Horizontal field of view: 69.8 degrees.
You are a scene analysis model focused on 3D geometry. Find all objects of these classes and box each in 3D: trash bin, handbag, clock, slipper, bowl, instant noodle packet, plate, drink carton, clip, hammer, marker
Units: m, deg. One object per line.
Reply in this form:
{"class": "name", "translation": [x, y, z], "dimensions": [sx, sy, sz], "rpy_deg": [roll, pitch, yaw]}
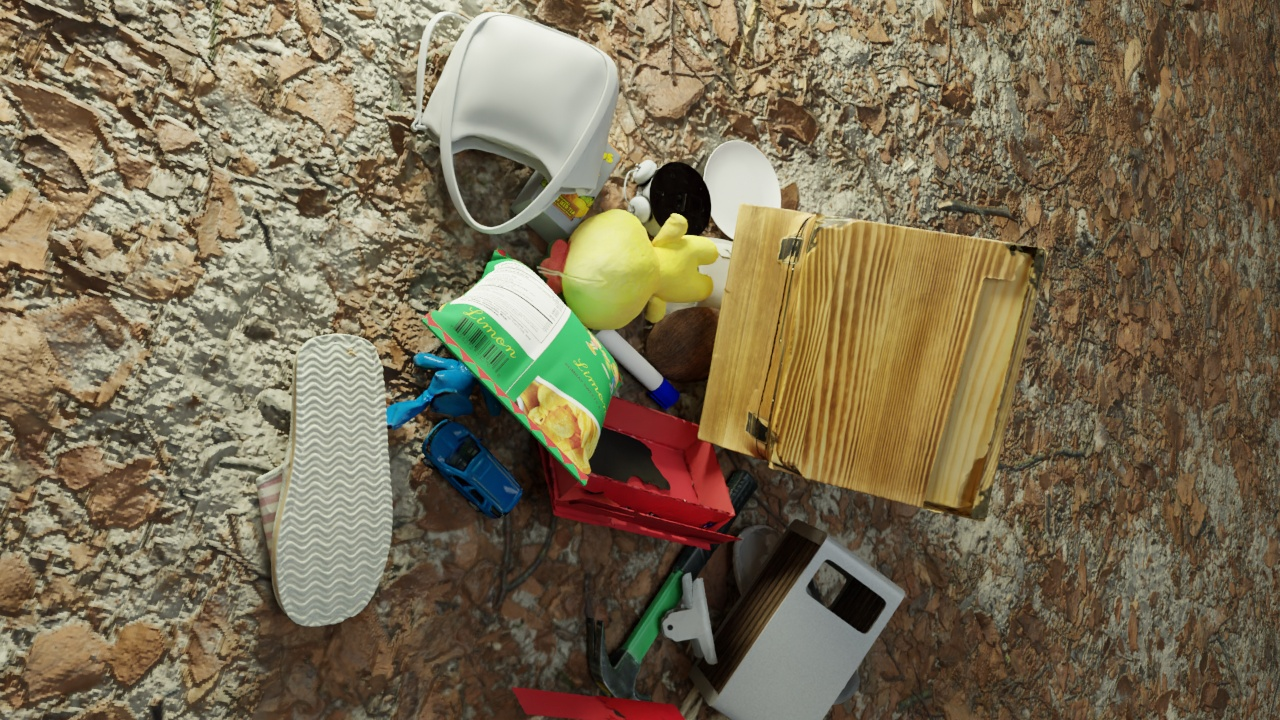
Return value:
{"class": "trash bin", "translation": [0.178, 0.318, 1.067], "dimensions": [0.114, 0.114, 0.228], "rpy_deg": [37, 84, -8]}
{"class": "handbag", "translation": [-0.141, -0.238, 0.954], "dimensions": [0.216, 0.096, 0.222], "rpy_deg": [20, 80, -6]}
{"class": "clock", "translation": [0.030, -0.193, 1.108], "dimensions": [0.122, 0.035, 0.094], "rpy_deg": [15, 78, -33]}
{"class": "slipper", "translation": [-0.289, 0.107, 0.842], "dimensions": [0.115, 0.052, 0.263], "rpy_deg": [4, 88, -34]}
{"class": "slipper", "translation": [0.134, -0.084, 1.134], "dimensions": [0.265, 0.081, 0.113], "rpy_deg": [4, 105, -38]}
{"class": "bowl", "translation": [0.065, -0.012, 1.083], "dimensions": [0.114, 0.026, 0.102], "rpy_deg": [-6, 120, -9]}
{"class": "instant noodle packet", "translation": [-0.099, -0.007, 0.879], "dimensions": [0.195, 0.090, 0.252], "rpy_deg": [47, 19, -11]}
{"class": "plate", "translation": [0.131, -0.218, 1.197], "dimensions": [0.134, 0.011, 0.134], "rpy_deg": [3, 84, -36]}
{"class": "drink carton", "translation": [-0.081, -0.199, 1.018], "dimensions": [0.076, 0.049, 0.124], "rpy_deg": [41, 64, -26]}
{"class": "clip", "translation": [0.057, 0.299, 1.052], "dimensions": [0.052, 0.058, 0.102], "rpy_deg": [-12, 92, -61]}
{"class": "hammer", "translation": [0.048, 0.257, 1.088], "dimensions": [0.130, 0.032, 0.317], "rpy_deg": [51, 60, -21]}
{"class": "marker", "translation": [-0.006, 0.006, 1.072], "dimensions": [0.027, 0.023, 0.133], "rpy_deg": [-49, 115, -5]}
{"class": "slipper", "translation": [0.193, 0.315, 1.160], "dimensions": [0.112, 0.075, 0.247], "rpy_deg": [-34, 97, -24]}

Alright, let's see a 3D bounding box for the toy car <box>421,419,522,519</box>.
{"class": "toy car", "translation": [-0.168, 0.110, 0.934], "dimensions": [0.120, 0.044, 0.056], "rpy_deg": [49, 61, -22]}

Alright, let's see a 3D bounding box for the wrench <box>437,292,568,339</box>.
{"class": "wrench", "translation": [-0.103, -0.063, 1.008], "dimensions": [0.272, 0.022, 0.073], "rpy_deg": [-19, 96, -37]}

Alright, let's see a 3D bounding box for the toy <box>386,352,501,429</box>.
{"class": "toy", "translation": [-0.169, 0.023, 0.912], "dimensions": [0.175, 0.113, 0.071], "rpy_deg": [-25, 115, -44]}

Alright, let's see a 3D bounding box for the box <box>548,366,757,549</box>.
{"class": "box", "translation": [0.021, 0.096, 0.973], "dimensions": [0.213, 0.154, 0.164], "rpy_deg": [19, 35, -32]}

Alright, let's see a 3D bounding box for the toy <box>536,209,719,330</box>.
{"class": "toy", "translation": [-0.005, -0.097, 1.005], "dimensions": [0.207, 0.092, 0.134], "rpy_deg": [-8, 113, -35]}

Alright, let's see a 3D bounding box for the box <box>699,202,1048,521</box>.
{"class": "box", "translation": [0.259, -0.009, 0.999], "dimensions": [0.285, 0.335, 0.279], "rpy_deg": [-4, 108, -53]}
